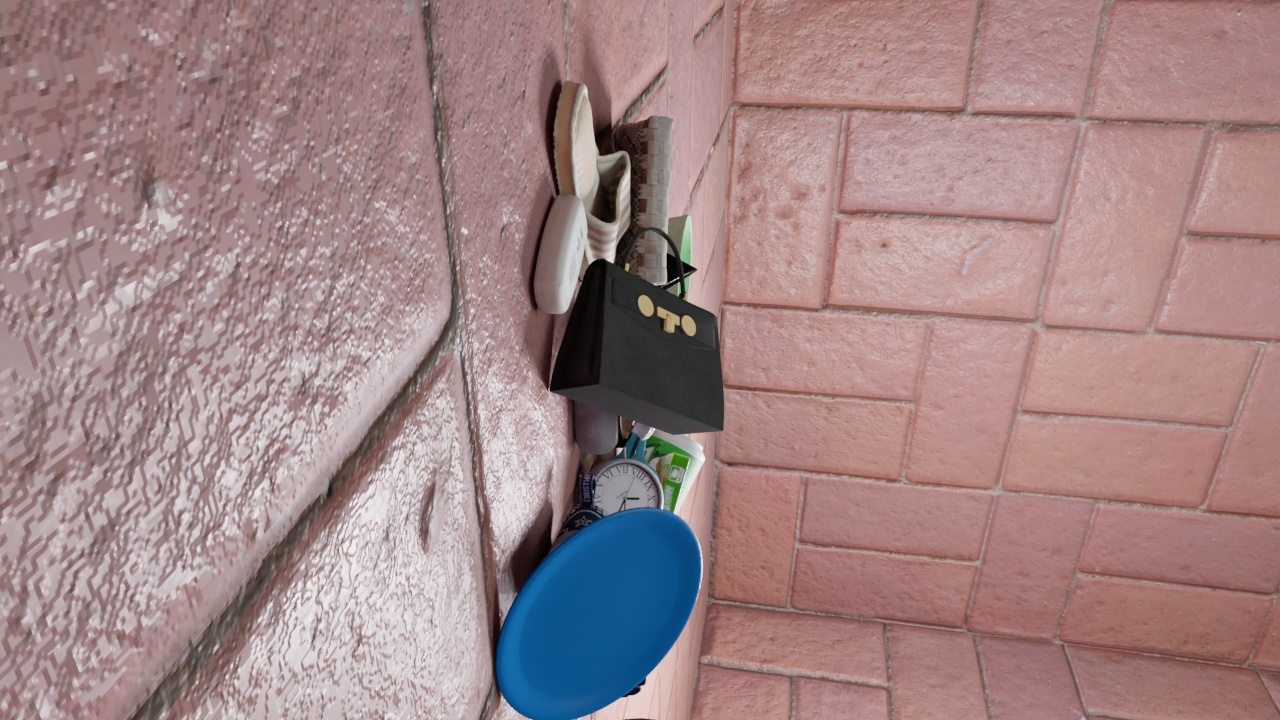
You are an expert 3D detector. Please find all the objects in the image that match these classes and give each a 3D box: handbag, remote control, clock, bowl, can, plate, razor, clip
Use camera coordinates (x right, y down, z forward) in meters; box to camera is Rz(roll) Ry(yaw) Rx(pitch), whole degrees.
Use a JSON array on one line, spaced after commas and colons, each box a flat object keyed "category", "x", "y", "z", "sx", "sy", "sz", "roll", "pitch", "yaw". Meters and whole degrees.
[{"category": "handbag", "x": -0.006, "y": -0.178, "z": 1.035, "sx": 0.124, "sy": 0.047, "sz": 0.186, "roll": -158, "pitch": -111, "yaw": -66}, {"category": "remote control", "x": -0.016, "y": 0.105, "z": 1.268, "sx": 0.150, "sy": 0.034, "sz": 0.013, "roll": -19, "pitch": 113, "yaw": -80}, {"category": "handbag", "x": 0.011, "y": -0.042, "z": 0.936, "sx": 0.175, "sy": 0.072, "sz": 0.195, "roll": 22, "pitch": 68, "yaw": -41}, {"category": "clock", "x": -0.015, "y": 0.169, "z": 1.049, "sx": 0.122, "sy": 0.094, "sz": 0.035, "roll": 59, "pitch": -21, "yaw": 1}, {"category": "bowl", "x": 0.029, "y": -0.132, "z": 1.294, "sx": 0.151, "sy": 0.077, "sz": 0.151, "roll": 6, "pitch": 89, "yaw": -81}, {"category": "bowl", "x": 0.005, "y": -0.107, "z": 1.151, "sx": 0.052, "sy": 0.124, "sz": 0.124, "roll": 61, "pitch": 11, "yaw": 0}, {"category": "remote control", "x": -0.071, "y": -0.094, "z": 0.823, "sx": 0.060, "sy": 0.028, "sz": 0.114, "roll": 81, "pitch": 16, "yaw": -57}, {"category": "can", "x": 0.025, "y": 0.168, "z": 1.278, "sx": 0.139, "sy": 0.088, "sz": 0.088, "roll": -62, "pitch": 167, "yaw": -9}, {"category": "plate", "x": -0.037, "y": 0.229, "z": 0.839, "sx": 0.223, "sy": 0.024, "sz": 0.225, "roll": -19, "pitch": 123, "yaw": -31}, {"category": "razor", "x": -0.046, "y": 0.039, "z": 1.036, "sx": 0.116, "sy": 0.047, "sz": 0.088, "roll": -85, "pitch": 176, "yaw": -65}, {"category": "bowl", "x": -0.028, "y": 0.050, "z": 1.189, "sx": 0.114, "sy": 0.026, "sz": 0.102, "roll": -45, "pitch": 138, "yaw": -77}, {"category": "clip", "x": -0.025, "y": 0.134, "z": 1.129, "sx": 0.122, "sy": 0.120, "sz": 0.033, "roll": -126, "pitch": -151, "yaw": -51}]

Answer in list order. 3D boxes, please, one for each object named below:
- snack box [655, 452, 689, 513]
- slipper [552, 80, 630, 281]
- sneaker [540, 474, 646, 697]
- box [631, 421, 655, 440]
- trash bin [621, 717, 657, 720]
[{"category": "snack box", "x": 0.019, "y": 0.201, "z": 1.161, "sx": 0.132, "sy": 0.027, "sz": 0.168, "roll": 129, "pitch": -22, "yaw": -80}, {"category": "slipper", "x": -0.040, "y": -0.167, "z": 0.912, "sx": 0.263, "sy": 0.052, "sz": 0.114, "roll": 78, "pitch": 20, "yaw": -62}, {"category": "sneaker", "x": -0.047, "y": 0.251, "z": 0.980, "sx": 0.132, "sy": 0.103, "sz": 0.270, "roll": -85, "pitch": 171, "yaw": -51}, {"category": "box", "x": -0.001, "y": 0.015, "z": 1.110, "sx": 0.105, "sy": 0.129, "sz": 0.210, "roll": -58, "pitch": 174, "yaw": 9}, {"category": "trash bin", "x": -0.005, "y": 0.551, "z": 1.020, "sx": 0.227, "sy": 0.218, "sz": 0.218, "roll": -71, "pitch": 164, "yaw": -71}]
